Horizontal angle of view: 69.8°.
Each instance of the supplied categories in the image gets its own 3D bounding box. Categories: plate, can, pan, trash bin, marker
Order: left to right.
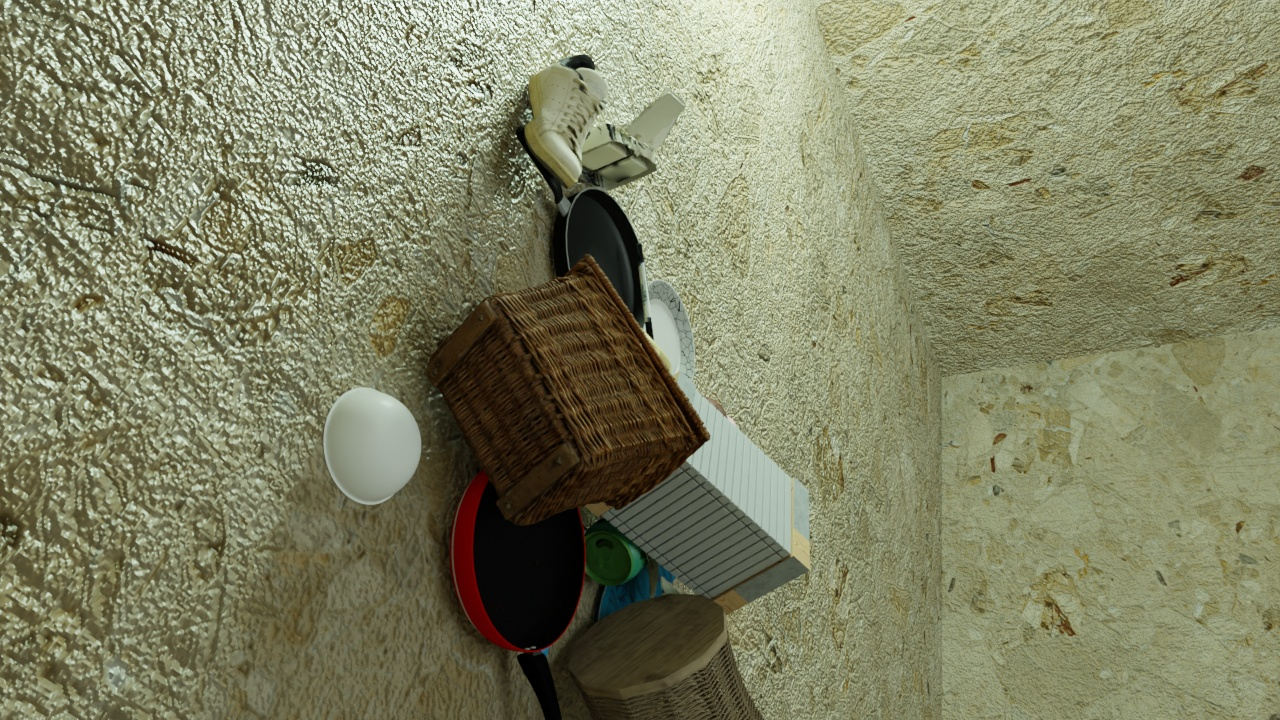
[{"bbox_3d":[-0.120,0.277,0.978,0.208,0.067,0.356,13,70,-61],"label":"pan"},{"bbox_3d":[-0.082,-0.170,1.242,0.356,0.034,0.224,55,36,-39],"label":"pan"},{"bbox_3d":[-0.014,0.225,1.183,0.143,0.083,0.083,-30,108,-62],"label":"can"},{"bbox_3d":[0.007,-0.097,1.345,0.011,0.011,0.152,5,76,-62],"label":"marker"},{"bbox_3d":[0.038,-0.034,1.446,0.188,0.016,0.188,31,54,-56],"label":"plate"},{"bbox_3d":[0.074,0.167,1.135,0.247,0.143,0.142,43,30,-18],"label":"trash bin"}]

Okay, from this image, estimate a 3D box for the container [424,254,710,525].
[{"bbox_3d":[-0.087,0.039,0.955,0.182,0.163,0.250,-14,66,-55],"label":"container"}]

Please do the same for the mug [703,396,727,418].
[{"bbox_3d":[0.072,0.118,1.398,0.110,0.096,0.123,-6,118,-59],"label":"mug"}]

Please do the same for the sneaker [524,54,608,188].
[{"bbox_3d":[-0.083,-0.309,1.151,0.089,0.102,0.241,45,25,-38],"label":"sneaker"}]

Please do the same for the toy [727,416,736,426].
[{"bbox_3d":[0.133,0.123,1.540,0.102,0.050,0.093,43,42,-55],"label":"toy"}]

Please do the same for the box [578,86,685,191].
[{"bbox_3d":[-0.017,-0.305,1.268,0.065,0.186,0.145,59,18,19],"label":"box"}]

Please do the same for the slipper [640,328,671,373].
[{"bbox_3d":[-0.007,0.007,1.241,0.111,0.079,0.261,-65,151,-4],"label":"slipper"}]

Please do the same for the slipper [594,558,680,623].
[{"bbox_3d":[0.018,0.304,1.248,0.294,0.060,0.118,-42,115,-59],"label":"slipper"}]

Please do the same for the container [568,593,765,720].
[{"bbox_3d":[0.036,0.406,1.061,0.226,0.227,0.196,-40,115,-60],"label":"container"}]

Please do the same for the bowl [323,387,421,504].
[{"bbox_3d":[-0.237,0.076,0.850,0.110,0.041,0.109,31,54,-56],"label":"bowl"}]

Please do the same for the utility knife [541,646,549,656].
[{"bbox_3d":[-0.101,0.276,1.075,0.031,0.015,0.195,59,32,-43],"label":"utility knife"}]
